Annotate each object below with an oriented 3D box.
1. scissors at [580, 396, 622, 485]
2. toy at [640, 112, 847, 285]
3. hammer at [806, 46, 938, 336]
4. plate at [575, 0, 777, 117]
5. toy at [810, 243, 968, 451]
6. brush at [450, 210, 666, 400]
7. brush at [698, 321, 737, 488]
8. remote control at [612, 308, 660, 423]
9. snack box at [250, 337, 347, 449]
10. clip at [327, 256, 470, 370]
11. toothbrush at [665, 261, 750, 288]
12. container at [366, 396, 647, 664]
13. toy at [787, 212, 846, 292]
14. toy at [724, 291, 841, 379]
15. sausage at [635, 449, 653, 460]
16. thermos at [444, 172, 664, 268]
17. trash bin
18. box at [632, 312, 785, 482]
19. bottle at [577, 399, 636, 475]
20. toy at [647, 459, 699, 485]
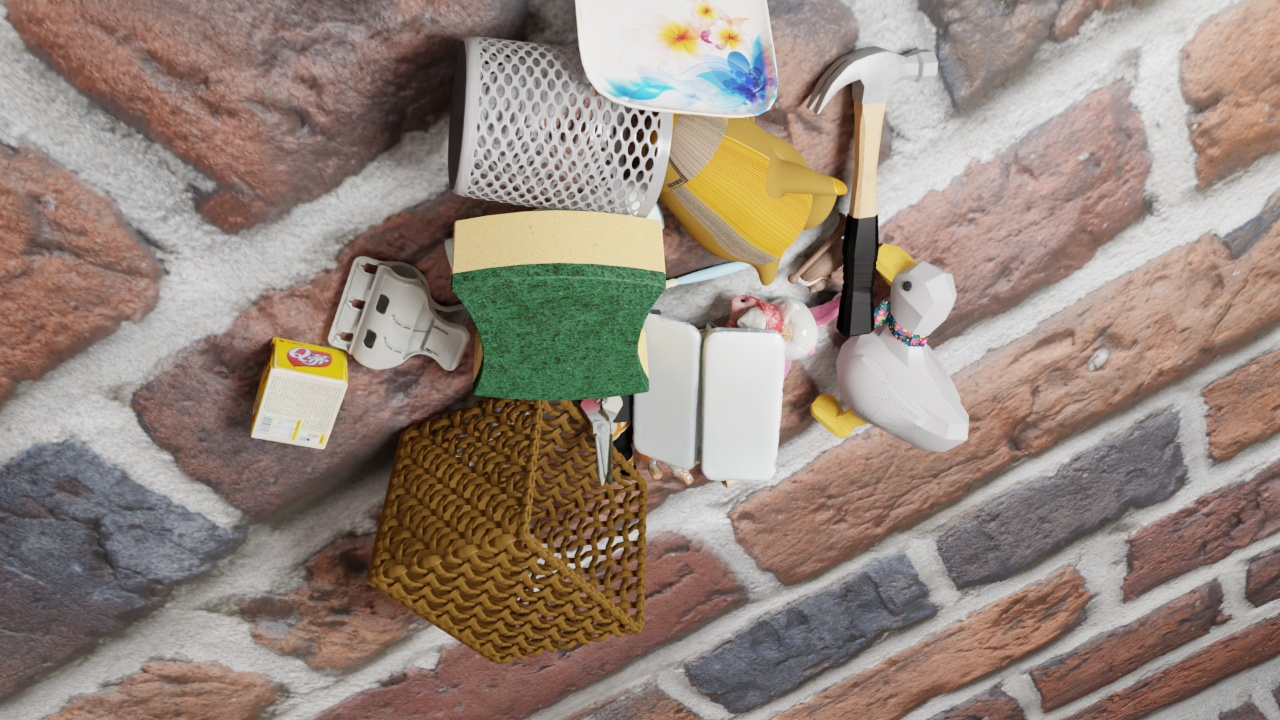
[{"bbox_3d":[-0.053,0.047,1.099,0.146,0.015,0.187,30,85,0],"label":"scissors"},{"bbox_3d":[0.088,-0.195,0.953,0.203,0.162,0.199,31,154,-33],"label":"toy"},{"bbox_3d":[0.251,-0.180,1.033,0.131,0.039,0.329,-8,119,-8],"label":"hammer"},{"bbox_3d":[0.031,-0.301,0.828,0.186,0.186,0.016,0,163,-18],"label":"plate"},{"bbox_3d":[0.330,0.004,1.162,0.140,0.246,0.268,-17,154,-32],"label":"toy"},{"bbox_3d":[-0.082,-0.047,0.941,0.195,0.075,0.251,-1,152,-5],"label":"brush"},{"bbox_3d":[0.106,0.063,1.199,0.056,0.083,0.271,-20,132,-2],"label":"brush"},{"bbox_3d":[-0.007,0.007,1.122,0.045,0.008,0.147,-3,111,-51],"label":"remote control"},{"bbox_3d":[-0.385,0.037,1.036,0.083,0.061,0.106,13,123,-26],"label":"snack box"},{"bbox_3d":[-0.261,-0.043,1.015,0.143,0.074,0.125,20,123,-18],"label":"clip"},{"bbox_3d":[0.057,-0.099,1.095,0.155,0.016,0.022,-13,162,-8],"label":"toothbrush"},{"bbox_3d":[-0.147,0.201,1.110,0.215,0.219,0.251,-20,134,22],"label":"container"},{"bbox_3d":[0.224,-0.124,1.109,0.102,0.041,0.054,-45,142,12],"label":"toy"},{"bbox_3d":[0.172,-0.037,1.132,0.159,0.084,0.194,-52,149,19],"label":"toy"},{"bbox_3d":[0.023,0.052,1.164,0.039,0.044,0.164,-5,114,-36],"label":"sausage"},{"bbox_3d":[-0.092,-0.135,0.984,0.230,0.067,0.068,-18,132,-2],"label":"thermos"},{"bbox_3d":[-0.081,-0.217,0.862,0.183,0.156,0.157,3,127,-17],"label":"trash bin"},{"bbox_3d":[0.074,0.046,1.082,0.193,0.061,0.210,9,121,11],"label":"box"},{"bbox_3d":[-0.036,0.086,1.189,0.059,0.059,0.182,-19,132,-2],"label":"bottle"},{"bbox_3d":[0.046,0.103,1.234,0.074,0.085,0.106,6,111,23],"label":"toy"}]
